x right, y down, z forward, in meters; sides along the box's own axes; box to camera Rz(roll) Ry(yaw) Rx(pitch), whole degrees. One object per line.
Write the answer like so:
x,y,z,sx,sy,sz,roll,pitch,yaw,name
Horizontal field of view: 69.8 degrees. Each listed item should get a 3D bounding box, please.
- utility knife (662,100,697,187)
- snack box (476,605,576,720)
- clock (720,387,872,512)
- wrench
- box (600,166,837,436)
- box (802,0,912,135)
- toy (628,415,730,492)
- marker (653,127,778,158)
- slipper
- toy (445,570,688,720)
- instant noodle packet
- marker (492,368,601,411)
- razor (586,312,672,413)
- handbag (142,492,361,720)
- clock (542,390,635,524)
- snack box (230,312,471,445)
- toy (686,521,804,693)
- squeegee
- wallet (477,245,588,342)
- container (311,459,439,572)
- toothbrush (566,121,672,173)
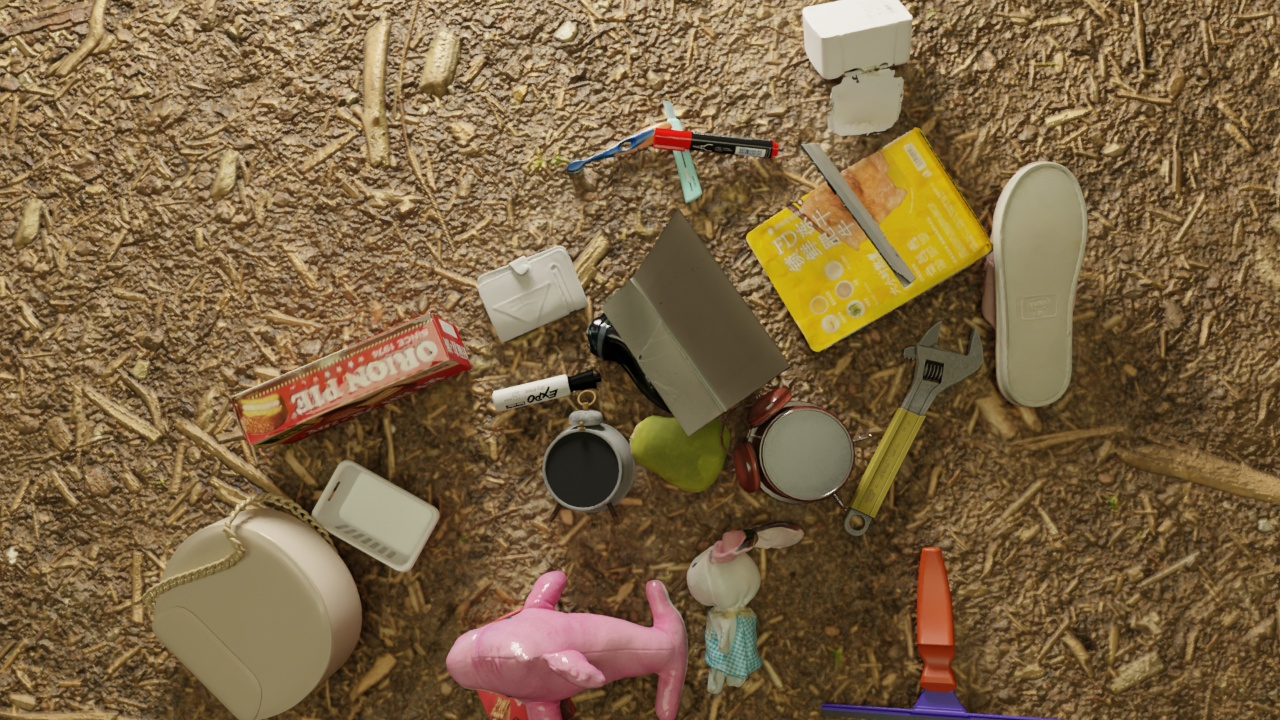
0.047,-0.248,1.085,0.022,0.015,0.129,-15,81,2,utility knife
-0.140,0.356,1.032,0.089,0.021,0.133,-26,84,-2,snack box
0.164,0.098,1.014,0.157,0.072,0.120,20,86,-1,clock
0.303,0.078,1.042,0.083,0.018,0.273,27,86,4,wrench
0.061,-0.036,0.886,0.150,0.369,0.167,-35,85,-3,box
0.255,-0.334,1.062,0.109,0.137,0.124,-14,43,2,box
0.043,0.097,1.030,0.110,0.051,0.090,19,92,-7,toy
0.088,-0.252,1.071,0.145,0.021,0.023,5,100,-5,marker
0.439,-0.083,1.030,0.114,0.054,0.274,0,97,-7,slipper
-0.068,0.314,0.969,0.265,0.128,0.186,1,74,-16,toy
0.253,-0.131,1.041,0.222,0.084,0.163,-30,85,5,instant noodle packet
-0.107,0.033,1.059,0.126,0.025,0.025,-13,84,1,marker
-0.006,0.006,1.048,0.140,0.052,0.064,50,125,0,razor
-0.418,0.275,0.994,0.210,0.103,0.209,42,106,5,handbag
-0.060,0.108,1.034,0.104,0.056,0.148,0,89,11,clock
-0.317,0.024,1.024,0.236,0.113,0.060,-23,85,0,snack box
0.098,0.267,1.011,0.106,0.130,0.205,16,102,41,toy
0.323,0.298,1.003,0.250,0.055,0.184,-3,84,19,squeegee
-0.126,-0.080,1.067,0.116,0.032,0.086,-26,87,-1,wallet
-0.294,0.175,1.040,0.129,0.049,0.080,28,86,4,container
-0.025,-0.250,1.085,0.135,0.017,0.021,-23,87,0,toothbrush
